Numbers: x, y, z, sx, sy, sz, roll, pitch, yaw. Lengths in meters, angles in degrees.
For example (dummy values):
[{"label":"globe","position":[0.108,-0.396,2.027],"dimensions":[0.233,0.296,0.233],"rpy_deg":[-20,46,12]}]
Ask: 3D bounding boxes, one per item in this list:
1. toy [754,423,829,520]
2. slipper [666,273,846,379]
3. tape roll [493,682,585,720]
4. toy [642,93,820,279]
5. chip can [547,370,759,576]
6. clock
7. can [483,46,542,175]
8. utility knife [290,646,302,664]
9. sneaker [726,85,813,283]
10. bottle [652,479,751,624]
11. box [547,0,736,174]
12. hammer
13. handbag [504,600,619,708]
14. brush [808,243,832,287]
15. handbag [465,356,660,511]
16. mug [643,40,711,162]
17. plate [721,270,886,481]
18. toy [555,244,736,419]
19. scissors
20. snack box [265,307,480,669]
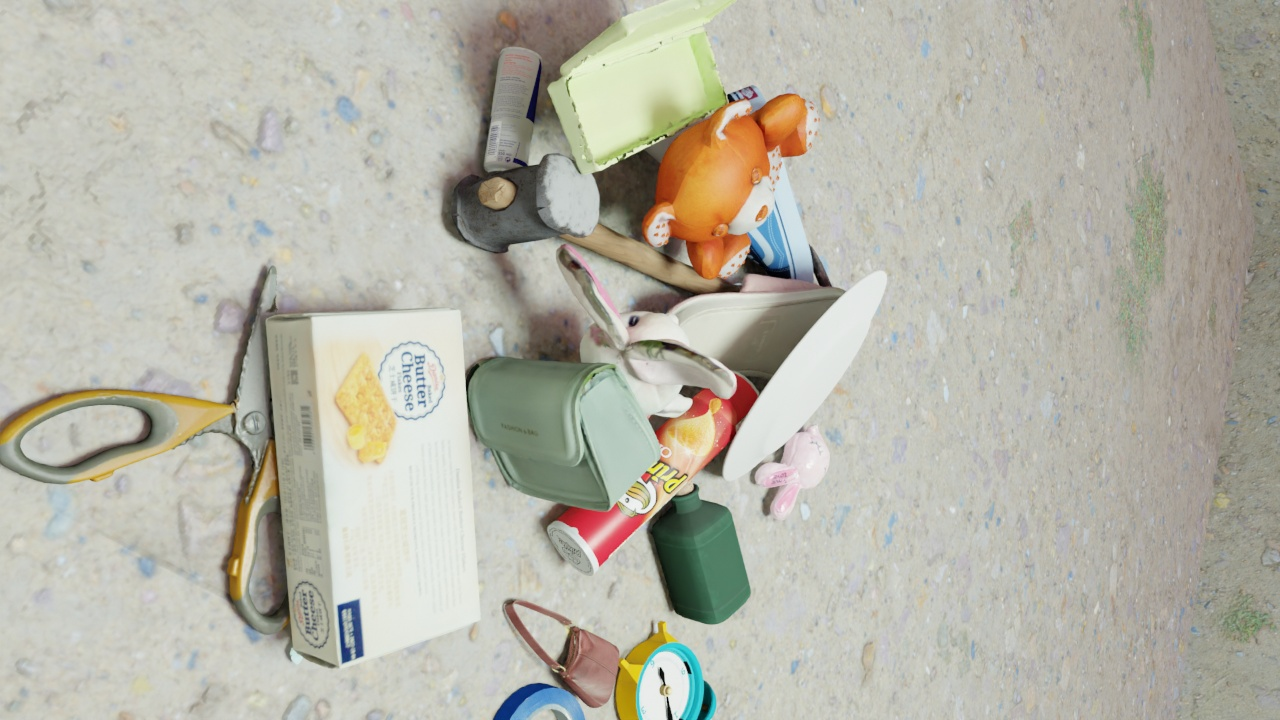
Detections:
[{"label":"toy","position":[0.164,0.113,0.953],"dimensions":[0.109,0.047,0.063],"rpy_deg":[-40,121,-30]},{"label":"slipper","position":[0.109,-0.030,0.865],"dimensions":[0.273,0.054,0.114],"rpy_deg":[-1,127,-43]},{"label":"tape roll","position":[-0.080,0.301,0.715],"dimensions":[0.093,0.016,0.091],"rpy_deg":[28,70,-44]},{"label":"toy","position":[0.072,-0.139,0.720],"dimensions":[0.164,0.093,0.172],"rpy_deg":[-58,165,21]},{"label":"chip can","position":[0.017,0.088,0.767],"dimensions":[0.214,0.052,0.052],"rpy_deg":[-40,118,-28]},{"label":"clock","position":[0.023,0.302,0.809],"dimensions":[0.098,0.044,0.129],"rpy_deg":[-31,105,-42]},{"label":"can","position":[-0.095,-0.183,0.684],"dimensions":[0.032,0.032,0.095],"rpy_deg":[14,80,-46]},{"label":"utility knife","position":[-0.193,0.116,0.597],"dimensions":[0.022,0.015,0.161],"rpy_deg":[29,71,-42]},{"label":"sneaker","position":[0.095,-0.139,0.878],"dimensions":[0.098,0.083,0.241],"rpy_deg":[-24,130,2]},{"label":"bottle","position":[0.050,0.163,0.821],"dimensions":[0.061,0.061,0.131],"rpy_deg":[-29,111,-40]},{"label":"box","position":[0.012,-0.214,0.655],"dimensions":[0.187,0.066,0.128],"rpy_deg":[-40,159,-43]},{"label":"hammer","position":[-0.010,-0.089,0.753],"dimensions":[0.328,0.098,0.052],"rpy_deg":[16,72,-54]},{"label":"handbag","position":[-0.065,0.224,0.726],"dimensions":[0.119,0.029,0.055],"rpy_deg":[46,38,-29]},{"label":"brush","position":[0.194,-0.083,0.968],"dimensions":[0.151,0.012,0.039],"rpy_deg":[35,33,-64]},{"label":"handbag","position":[-0.060,0.049,0.661],"dimensions":[0.067,0.122,0.106],"rpy_deg":[-44,123,-36]},{"label":"mug","position":[0.009,-0.235,0.772],"dimensions":[0.097,0.079,0.111],"rpy_deg":[31,40,-43]},{"label":"plate","position":[0.160,0.021,0.858],"dimensions":[0.242,0.016,0.243],"rpy_deg":[-44,160,-21]},{"label":"toy","position":[-0.004,0.004,0.695],"dimensions":[0.084,0.159,0.194],"rpy_deg":[-48,167,-18]},{"label":"scissors","position":[-0.247,0.053,0.537],"dimensions":[0.229,0.016,0.225],"rpy_deg":[5,86,-47]},{"label":"snack box","position":[-0.163,0.072,0.572],"dimensions":[0.104,0.058,0.208],"rpy_deg":[-7,95,-47]}]
